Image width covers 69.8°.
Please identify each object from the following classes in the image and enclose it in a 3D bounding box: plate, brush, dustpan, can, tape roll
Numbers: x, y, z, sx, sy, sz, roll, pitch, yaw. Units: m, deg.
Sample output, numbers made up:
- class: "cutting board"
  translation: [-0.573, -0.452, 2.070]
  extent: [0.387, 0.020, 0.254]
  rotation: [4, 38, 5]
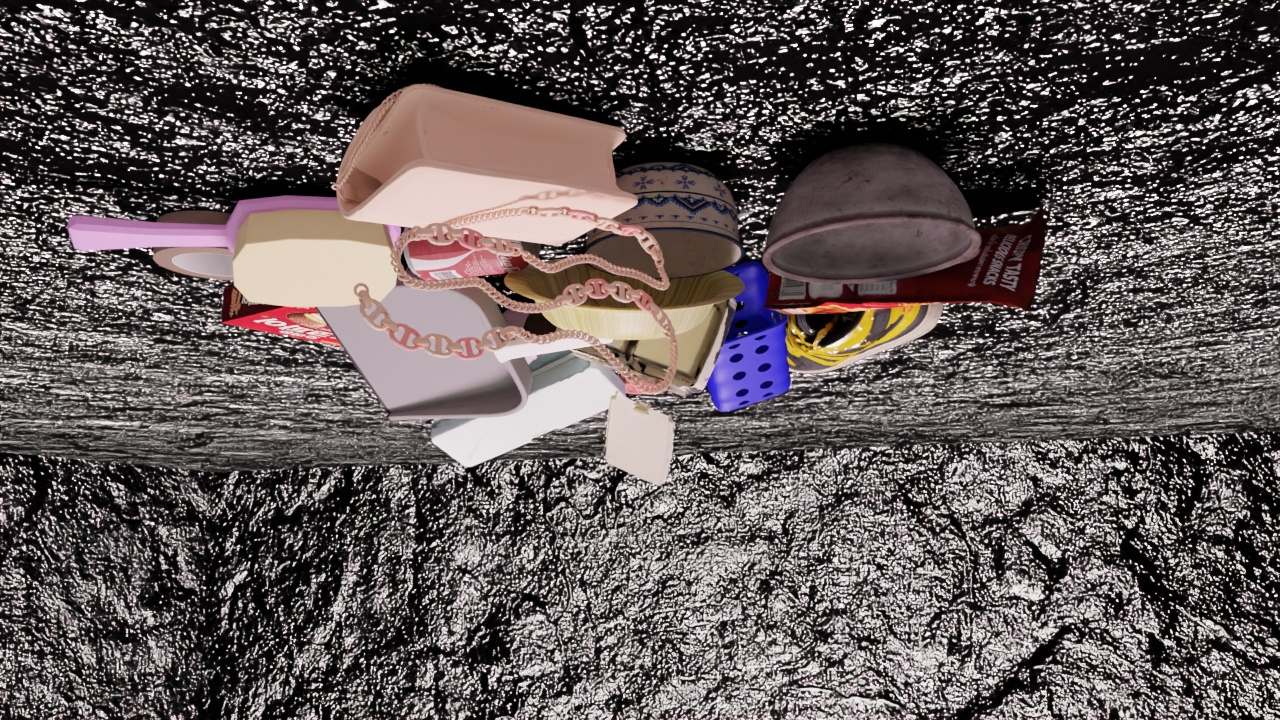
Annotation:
- class: "plate"
  translation: [-0.013, -0.045, 0.717]
  extent: [0.184, 0.036, 0.184]
  rotation: [1, -162, -1]
- class: "brush"
  translation: [-0.296, -0.082, 0.686]
  extent: [0.228, 0.043, 0.089]
  rotation: [-2, 148, -22]
- class: "dustpan"
  translation: [-0.145, -0.012, 0.796]
  extent: [0.258, 0.033, 0.163]
  rotation: [-9, 132, 15]
- class: "can"
  translation: [-0.131, -0.093, 0.715]
  extent: [0.097, 0.054, 0.054]
  rotation: [-4, 169, 15]
- class: "tape roll"
  translation: [-0.347, -0.093, 0.755]
  extent: [0.094, 0.030, 0.094]
  rotation: [-1, 169, 0]

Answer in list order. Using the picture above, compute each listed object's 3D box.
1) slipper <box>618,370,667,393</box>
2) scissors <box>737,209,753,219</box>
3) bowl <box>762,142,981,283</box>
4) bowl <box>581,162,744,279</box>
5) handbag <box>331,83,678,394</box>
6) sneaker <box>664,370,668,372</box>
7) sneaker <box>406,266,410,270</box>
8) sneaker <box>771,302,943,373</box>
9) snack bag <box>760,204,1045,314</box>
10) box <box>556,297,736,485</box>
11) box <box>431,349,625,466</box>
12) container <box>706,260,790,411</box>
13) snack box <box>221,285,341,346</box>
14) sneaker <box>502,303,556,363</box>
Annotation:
- class: "slipper"
  translation: [0.087, -0.017, 1.112]
  extent: [0.249, 0.059, 0.103]
  rotation: [-17, 168, 0]
- class: "scissors"
  translation: [0.045, -0.104, 0.752]
  extent: [0.130, 0.019, 0.135]
  rotation: [0, 172, 12]
- class: "bowl"
  translation: [0.156, -0.104, 0.637]
  extent: [0.145, 0.067, 0.145]
  rotation: [-1, 169, 0]
- class: "bowl"
  translation: [0.016, -0.103, 0.657]
  extent: [0.115, 0.059, 0.115]
  rotation: [-1, 169, 0]
- class: "handbag"
  translation: [-0.096, -0.057, 0.547]
  extent: [0.198, 0.187, 0.117]
  rotation: [2, 163, -39]
- class: "sneaker"
  translation: [0.051, -0.023, 0.991]
  extent: [0.235, 0.079, 0.084]
  rotation: [18, 167, -38]
- class: "sneaker"
  translation: [-0.215, -0.012, 0.911]
  extent: [0.124, 0.088, 0.240]
  rotation: [-8, 150, 11]
- class: "sneaker"
  translation: [0.172, -0.038, 0.923]
  extent: [0.122, 0.086, 0.239]
  rotation: [0, 167, -37]
- class: "snack bag"
  translation: [0.210, -0.076, 0.735]
  extent: [0.208, 0.067, 0.138]
  rotation: [-6, -152, 34]
- class: "box"
  translation: [-0.005, 0.006, 0.817]
  extent: [0.143, 0.181, 0.081]
  rotation: [21, 175, 23]
- class: "box"
  translation: [-0.113, 0.044, 0.911]
  extent: [0.199, 0.072, 0.085]
  rotation: [-25, 169, 20]
- class: "container"
  translation: [0.095, -0.020, 0.883]
  extent: [0.084, 0.085, 0.114]
  rotation: [-18, 143, 0]
- class: "snack box"
  translation: [-0.326, -0.052, 0.953]
  extent: [0.133, 0.035, 0.152]
  rotation: [-8, 167, 33]
- class: "sneaker"
  translation: [-0.119, -0.004, 1.097]
  extent: [0.116, 0.111, 0.294]
  rotation: [21, 170, 0]
